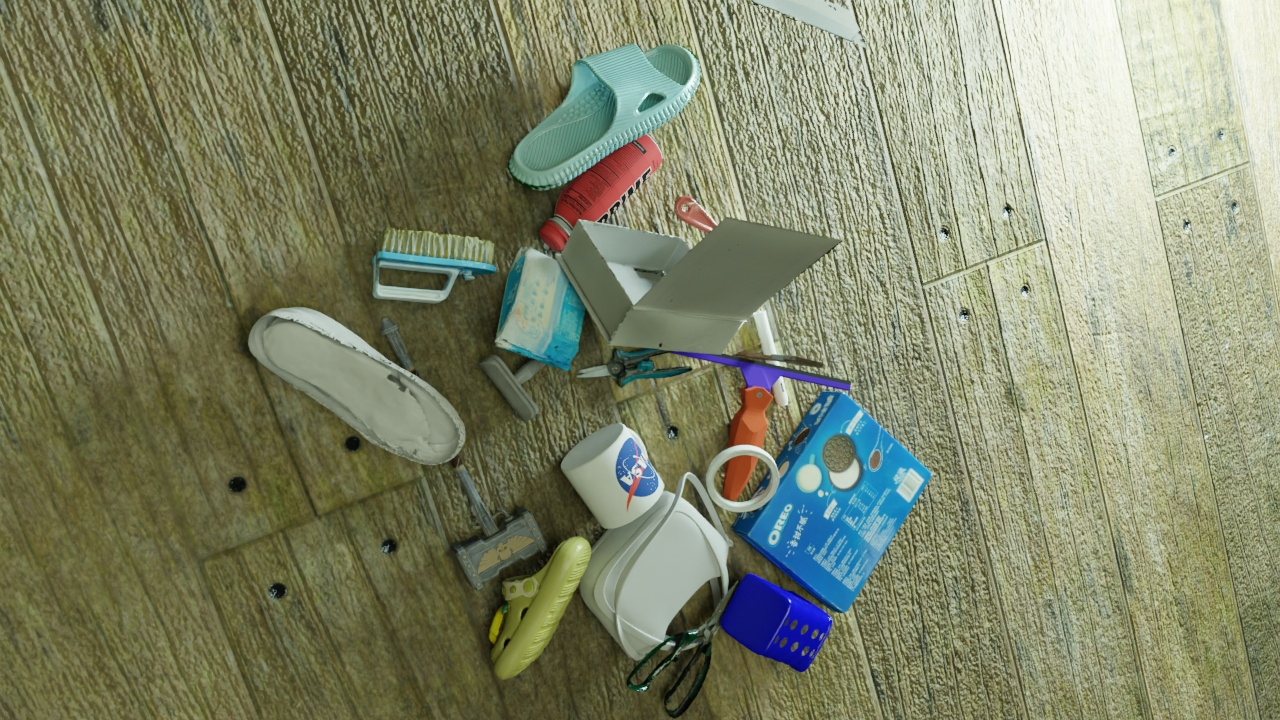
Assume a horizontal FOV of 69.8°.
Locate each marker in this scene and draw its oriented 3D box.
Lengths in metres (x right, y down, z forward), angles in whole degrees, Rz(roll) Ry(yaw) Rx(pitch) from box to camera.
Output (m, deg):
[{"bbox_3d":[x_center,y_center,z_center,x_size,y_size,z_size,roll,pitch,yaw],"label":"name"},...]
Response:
[{"bbox_3d":[0.175,-0.002,1.225,0.020,0.017,0.133,-29,106,-57],"label":"marker"}]

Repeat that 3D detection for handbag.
[{"bbox_3d":[0.047,0.276,1.148,0.215,0.096,0.222,-47,120,-14],"label":"handbag"}]

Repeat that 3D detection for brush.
[{"bbox_3d":[0.165,-0.003,1.151,0.045,0.143,0.008,13,88,-32],"label":"brush"},{"bbox_3d":[-0.229,-0.102,1.028,0.135,0.055,0.075,3,86,-23],"label":"brush"},{"bbox_3d":[0.107,-0.155,1.182,0.172,0.030,0.041,33,80,-22],"label":"brush"}]

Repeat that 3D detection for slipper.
[{"bbox_3d":[-0.129,0.278,1.065,0.081,0.091,0.190,31,96,12],"label":"slipper"},{"bbox_3d":[-0.042,-0.299,1.074,0.275,0.069,0.116,-39,61,-14],"label":"slipper"},{"bbox_3d":[-0.296,0.028,0.984,0.247,0.074,0.112,35,121,-9],"label":"slipper"}]

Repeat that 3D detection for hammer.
[{"bbox_3d":[-0.220,0.099,1.051,0.098,0.044,0.322,-28,100,-20],"label":"hammer"}]

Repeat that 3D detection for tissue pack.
[{"bbox_3d":[-0.114,-0.058,1.056,0.093,0.062,0.144,25,49,-23],"label":"tissue pack"}]

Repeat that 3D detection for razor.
[{"bbox_3d":[-0.122,0.002,1.089,0.116,0.047,0.088,-43,107,-24],"label":"razor"}]

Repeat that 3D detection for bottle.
[{"bbox_3d":[-0.051,-0.202,1.097,0.062,0.062,0.176,47,75,-17],"label":"bottle"}]

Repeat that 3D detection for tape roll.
[{"bbox_3d":[0.130,0.151,1.170,0.093,0.013,0.093,-2,114,-4],"label":"tape roll"}]

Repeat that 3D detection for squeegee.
[{"bbox_3d":[0.138,0.093,1.190,0.249,0.055,0.185,12,99,-9],"label":"squeegee"}]

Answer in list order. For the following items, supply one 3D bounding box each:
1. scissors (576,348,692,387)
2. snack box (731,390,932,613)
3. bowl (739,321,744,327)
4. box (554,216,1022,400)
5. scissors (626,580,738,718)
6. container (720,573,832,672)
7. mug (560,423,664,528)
[{"bbox_3d":[-0.002,0.012,1.143,0.139,0.019,0.128,36,78,-9],"label":"scissors"},{"bbox_3d":[0.263,0.191,1.247,0.195,0.056,0.238,40,78,-19],"label":"snack box"},{"bbox_3d":[0.093,-0.075,1.168,0.104,0.054,0.105,-1,94,-24],"label":"bowl"},{"bbox_3d":[0.110,-0.065,0.920,0.166,0.507,0.148,3,95,-37],"label":"box"},{"bbox_3d":[0.078,0.376,1.175,0.209,0.015,0.155,-36,127,-20],"label":"scissors"},{"bbox_3d":[0.174,0.336,1.176,0.113,0.084,0.085,34,84,-45],"label":"container"},{"bbox_3d":[-0.028,0.130,1.112,0.090,0.091,0.121,57,37,-15],"label":"mug"}]
